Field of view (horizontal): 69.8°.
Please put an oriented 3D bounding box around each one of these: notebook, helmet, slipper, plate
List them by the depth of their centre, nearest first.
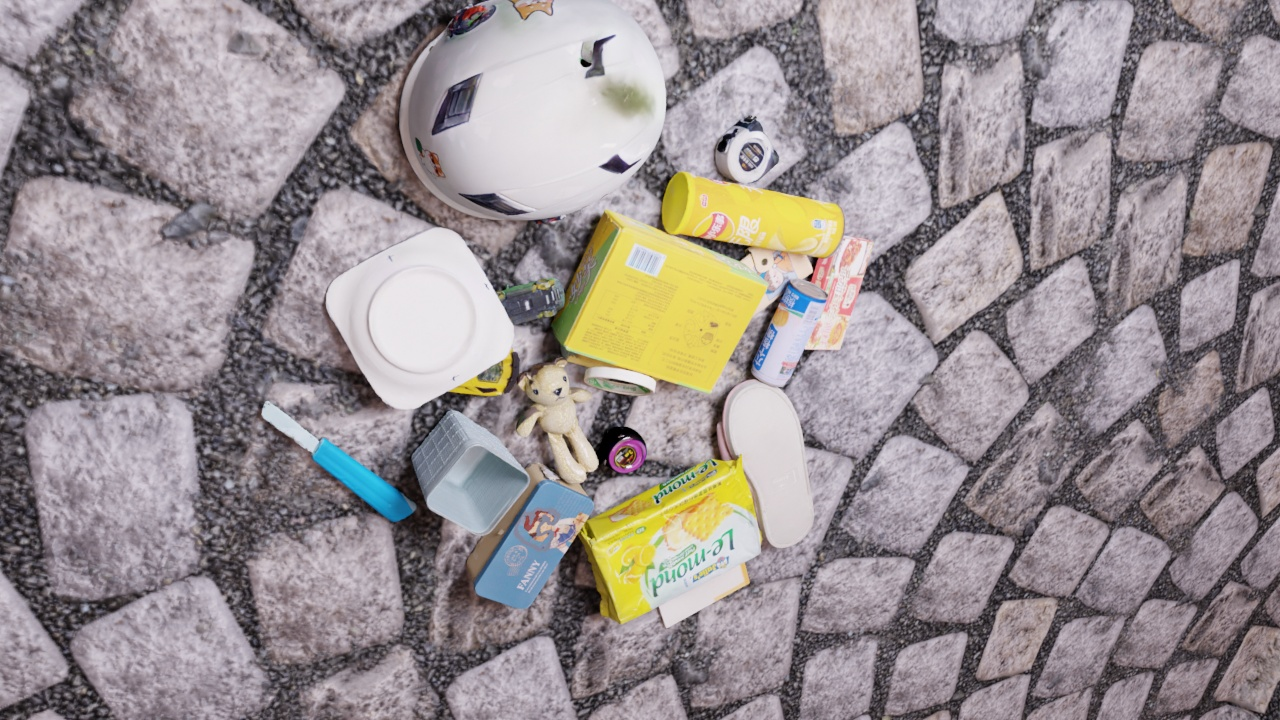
[{"bbox_3d":[-0.089,-0.241,0.902,0.273,0.157,0.230,-27,120,-14],"label":"helmet"},{"bbox_3d":[-0.229,-0.043,0.965,0.164,0.034,0.163,-31,102,-10],"label":"plate"},{"bbox_3d":[0.173,0.141,1.258,0.114,0.054,0.274,-28,118,-13],"label":"slipper"},{"bbox_3d":[0.073,0.270,1.292,0.145,0.010,0.206,-24,120,-15],"label":"notebook"}]

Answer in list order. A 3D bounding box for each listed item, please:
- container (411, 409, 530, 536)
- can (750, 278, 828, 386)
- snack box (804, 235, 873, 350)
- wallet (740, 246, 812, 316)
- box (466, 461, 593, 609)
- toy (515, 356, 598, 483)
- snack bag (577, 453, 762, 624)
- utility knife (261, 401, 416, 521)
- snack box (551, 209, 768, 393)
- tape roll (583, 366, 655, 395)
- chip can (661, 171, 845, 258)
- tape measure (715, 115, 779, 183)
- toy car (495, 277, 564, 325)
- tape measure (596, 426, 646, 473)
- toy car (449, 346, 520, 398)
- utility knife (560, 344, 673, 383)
[{"bbox_3d":[-0.196,0.122,1.035,0.090,0.111,0.090,39,91,-32],"label":"container"},{"bbox_3d":[0.190,-0.035,1.180,0.053,0.053,0.135,8,118,-29],"label":"can"},{"bbox_3d":[0.254,-0.088,1.207,0.075,0.025,0.153,1,112,-39],"label":"snack box"},{"bbox_3d":[0.159,-0.113,1.161,0.115,0.024,0.087,-35,127,-8],"label":"wallet"},{"bbox_3d":[-0.141,0.221,1.136,0.089,0.062,0.184,27,96,-32],"label":"box"},{"bbox_3d":[-0.094,0.074,1.090,0.105,0.066,0.157,-28,114,-20],"label":"toy"},{"bbox_3d":[0.041,0.229,1.201,0.246,0.068,0.158,-24,123,-11],"label":"snack bag"},{"bbox_3d":[-0.334,0.114,1.018,0.034,0.018,0.218,-43,124,-2],"label":"utility knife"},{"bbox_3d":[0.022,-0.064,1.073,0.209,0.070,0.158,17,110,-29],"label":"snack box"},{"bbox_3d":[-0.025,0.025,1.095,0.085,0.086,0.014,18,75,-31],"label":"tape roll"},{"bbox_3d":[0.134,-0.168,1.084,0.213,0.072,0.072,7,108,-24],"label":"chip can"},{"bbox_3d":[0.122,-0.243,1.079,0.066,0.033,0.066,-40,121,-8],"label":"tape measure"},{"bbox_3d":[-0.131,-0.066,1.029,0.091,0.036,0.043,-19,119,-18],"label":"toy car"},{"bbox_3d":[-0.023,0.112,1.159,0.057,0.039,0.057,21,101,-27],"label":"tape measure"},{"bbox_3d":[-0.212,0.004,1.018,0.155,0.041,0.071,8,106,-27],"label":"toy car"},{"bbox_3d":[-0.007,0.007,1.139,0.215,0.022,0.031,12,112,-34],"label":"utility knife"}]
